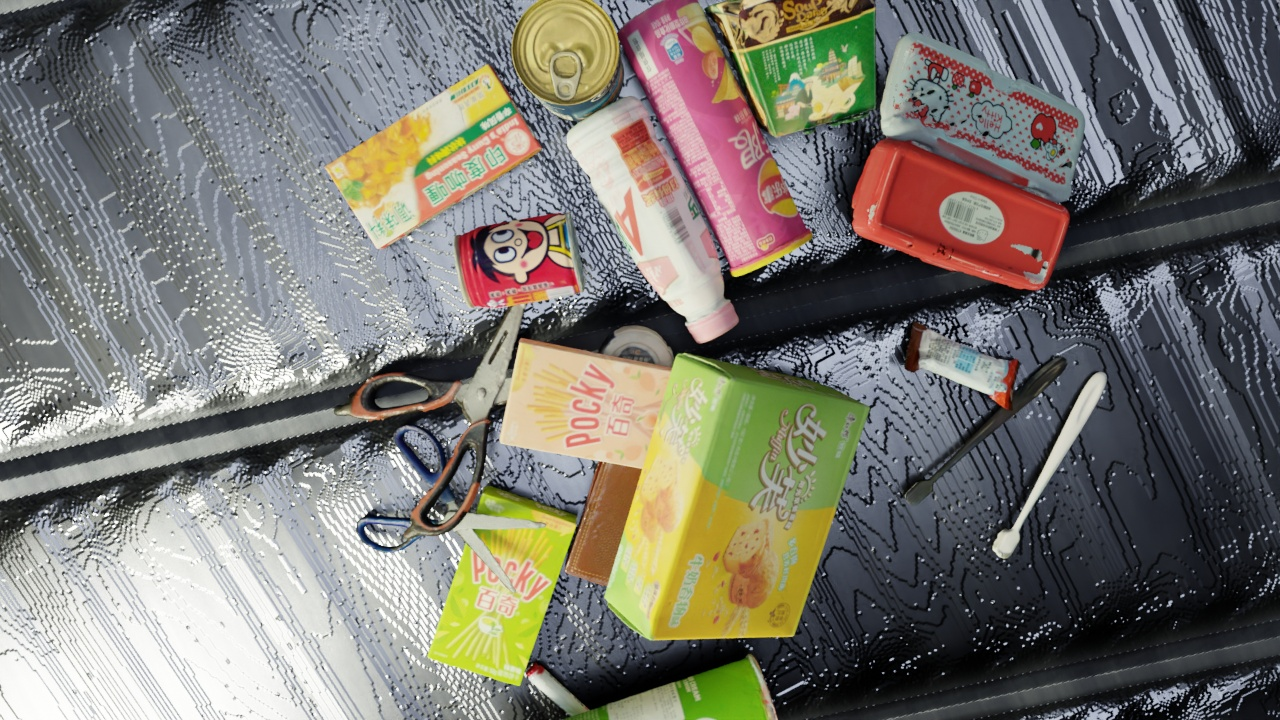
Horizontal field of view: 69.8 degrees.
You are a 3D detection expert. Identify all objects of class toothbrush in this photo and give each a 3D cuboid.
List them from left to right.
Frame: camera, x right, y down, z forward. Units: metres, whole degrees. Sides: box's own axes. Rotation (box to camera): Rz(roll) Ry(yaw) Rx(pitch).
[{"bbox_3d":[0.294,0.060,0.783,0.181,0.018,0.015,-43,83,3],"label":"toothbrush"},{"bbox_3d":[0.351,0.089,0.788,0.016,0.016,0.180,27,95,-6],"label":"toothbrush"}]

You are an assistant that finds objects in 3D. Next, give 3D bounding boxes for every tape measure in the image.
[{"bbox_3d":[-0.005,0.004,0.761,0.066,0.033,0.066,20,99,-5],"label":"tape measure"}]

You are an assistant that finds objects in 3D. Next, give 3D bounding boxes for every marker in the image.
[{"bbox_3d":[-0.045,0.320,0.813,0.145,0.017,0.017,44,95,-6],"label":"marker"}]

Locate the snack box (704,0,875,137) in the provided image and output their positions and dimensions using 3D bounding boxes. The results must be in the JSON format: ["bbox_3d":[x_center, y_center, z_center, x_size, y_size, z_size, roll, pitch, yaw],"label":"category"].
[{"bbox_3d":[0.121,-0.233,0.699,0.118,0.117,0.106,-14,110,3],"label":"snack box"}]

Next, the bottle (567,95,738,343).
[{"bbox_3d":[0.016,-0.107,0.729,0.068,0.068,0.197,-29,99,3],"label":"bottle"}]

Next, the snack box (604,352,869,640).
[{"bbox_3d":[0.076,0.111,0.723,0.157,0.070,0.210,11,99,-36],"label":"snack box"}]

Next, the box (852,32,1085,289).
[{"bbox_3d":[0.261,-0.148,0.708,0.200,0.039,0.158,12,99,-26],"label":"box"}]

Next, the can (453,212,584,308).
[{"bbox_3d":[-0.096,-0.078,0.731,0.094,0.066,0.066,-10,98,1],"label":"can"}]

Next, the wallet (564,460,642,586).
[{"bbox_3d":[0.000,0.138,0.783,0.101,0.032,0.124,17,98,-6],"label":"wallet"}]

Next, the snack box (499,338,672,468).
[{"bbox_3d":[-0.027,0.038,0.732,0.157,0.026,0.084,11,101,-8],"label":"snack box"}]

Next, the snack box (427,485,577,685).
[{"bbox_3d":[-0.119,0.194,0.790,0.086,0.026,0.156,19,97,-4],"label":"snack box"}]

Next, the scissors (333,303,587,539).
[{"bbox_3d":[-0.145,0.044,0.757,0.225,0.015,0.189,-11,81,5],"label":"scissors"}]

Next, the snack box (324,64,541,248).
[{"bbox_3d":[-0.166,-0.163,0.738,0.156,0.027,0.077,-31,98,4],"label":"snack box"}]

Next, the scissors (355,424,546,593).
[{"bbox_3d":[-0.166,0.129,0.770,0.174,0.012,0.162,-20,86,14],"label":"scissors"}]

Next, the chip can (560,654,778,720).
[{"bbox_3d":[-0.004,0.318,0.773,0.236,0.072,0.072,-17,98,-5],"label":"chip can"}]

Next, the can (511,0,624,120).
[{"bbox_3d":[-0.051,-0.224,0.690,0.075,0.111,0.075,0,98,1],"label":"can"}]

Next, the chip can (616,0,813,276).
[{"bbox_3d":[0.059,-0.175,0.718,0.071,0.071,0.210,-26,97,3],"label":"chip can"}]

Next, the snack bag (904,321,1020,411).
[{"bbox_3d":[0.270,0.005,0.767,0.104,0.026,0.048,18,74,-2],"label":"snack bag"}]
